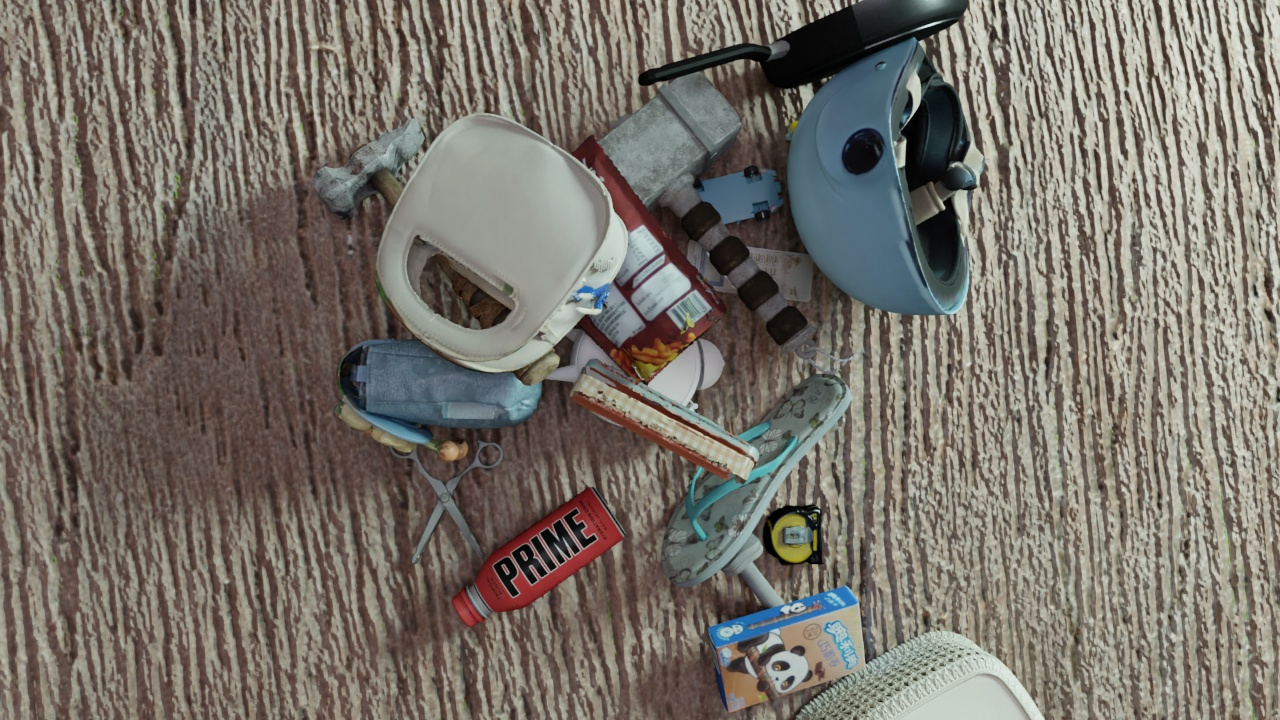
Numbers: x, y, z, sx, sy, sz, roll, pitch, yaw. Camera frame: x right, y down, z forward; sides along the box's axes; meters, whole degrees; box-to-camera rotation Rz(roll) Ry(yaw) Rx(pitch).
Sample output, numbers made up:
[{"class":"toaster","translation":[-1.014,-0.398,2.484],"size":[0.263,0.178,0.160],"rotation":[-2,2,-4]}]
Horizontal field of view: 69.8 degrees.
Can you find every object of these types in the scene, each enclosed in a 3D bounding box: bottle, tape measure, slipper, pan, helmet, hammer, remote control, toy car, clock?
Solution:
[{"class":"bottle","translation":[-0.103,0.197,0.900],"size":[0.176,0.062,0.062],"rotation":[-34,91,-7]},{"class":"tape measure","translation":[0.158,0.181,0.945],"size":[0.061,0.034,0.061],"rotation":[-3,86,-5]},{"class":"slipper","translation":[0.101,0.103,0.913],"size":[0.268,0.098,0.055],"rotation":[-48,119,-15]},{"class":"pan","translation":[0.153,-0.291,0.862],"size":[0.354,0.204,0.044],"rotation":[-24,99,-25]},{"class":"helmet","translation":[0.235,-0.161,0.891],"size":[0.167,0.225,0.265],"rotation":[-14,65,35]},{"class":"hammer","translation":[0.081,-0.109,0.900],"size":[0.177,0.079,0.326],"rotation":[-39,87,-2]},{"class":"remote control","translation":[0.114,-0.094,0.965],"size":[0.136,0.011,0.050],"rotation":[6,86,-6]},{"class":"toy car","translation":[0.092,-0.165,0.956],"size":[0.108,0.027,0.060],"rotation":[-13,84,1]},{"class":"clock","translation":[-0.005,0.005,0.924],"size":[0.161,0.073,0.125],"rotation":[29,84,-11]},{"class":"hammer","translation":[-0.182,-0.099,0.860],"size":[0.121,0.049,0.318],"rotation":[-37,68,-11]}]

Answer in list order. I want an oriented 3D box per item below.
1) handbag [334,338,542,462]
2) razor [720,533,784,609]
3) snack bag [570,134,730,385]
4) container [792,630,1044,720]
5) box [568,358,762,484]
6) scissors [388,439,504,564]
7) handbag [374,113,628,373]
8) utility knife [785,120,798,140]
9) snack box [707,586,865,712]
[{"class":"handbag","translation":[-0.191,0.037,0.873],"size":[0.192,0.122,0.118],"rotation":[5,85,-11]},{"class":"razor","translation":[0.112,0.217,0.927],"size":[0.047,0.088,0.116],"rotation":[-38,111,-7]},{"class":"snack bag","translation":[-0.028,-0.085,0.843],"size":[0.139,0.066,0.208],"rotation":[-43,88,20]},{"class":"container","translation":[0.277,0.384,0.893],"size":[0.246,0.143,0.184],"rotation":[-30,77,-7]},{"class":"box","translation":[0.020,0.063,0.847],"size":[0.187,0.056,0.059],"rotation":[27,117,4]},{"class":"scissors","translation":[-0.204,0.123,0.917],"size":[0.175,0.014,0.141],"rotation":[45,80,-1]},{"class":"handbag","translation":[-0.123,-0.090,0.798],"size":[0.201,0.093,0.199],"rotation":[36,85,13]},{"class":"utility knife","translation":[0.229,-0.249,0.986],"size":[0.151,0.017,0.030],"rotation":[-8,79,-4]},{"class":"snack box","translation":[0.148,0.290,0.922],"size":[0.151,0.034,0.087],"rotation":[-15,115,-7]}]
